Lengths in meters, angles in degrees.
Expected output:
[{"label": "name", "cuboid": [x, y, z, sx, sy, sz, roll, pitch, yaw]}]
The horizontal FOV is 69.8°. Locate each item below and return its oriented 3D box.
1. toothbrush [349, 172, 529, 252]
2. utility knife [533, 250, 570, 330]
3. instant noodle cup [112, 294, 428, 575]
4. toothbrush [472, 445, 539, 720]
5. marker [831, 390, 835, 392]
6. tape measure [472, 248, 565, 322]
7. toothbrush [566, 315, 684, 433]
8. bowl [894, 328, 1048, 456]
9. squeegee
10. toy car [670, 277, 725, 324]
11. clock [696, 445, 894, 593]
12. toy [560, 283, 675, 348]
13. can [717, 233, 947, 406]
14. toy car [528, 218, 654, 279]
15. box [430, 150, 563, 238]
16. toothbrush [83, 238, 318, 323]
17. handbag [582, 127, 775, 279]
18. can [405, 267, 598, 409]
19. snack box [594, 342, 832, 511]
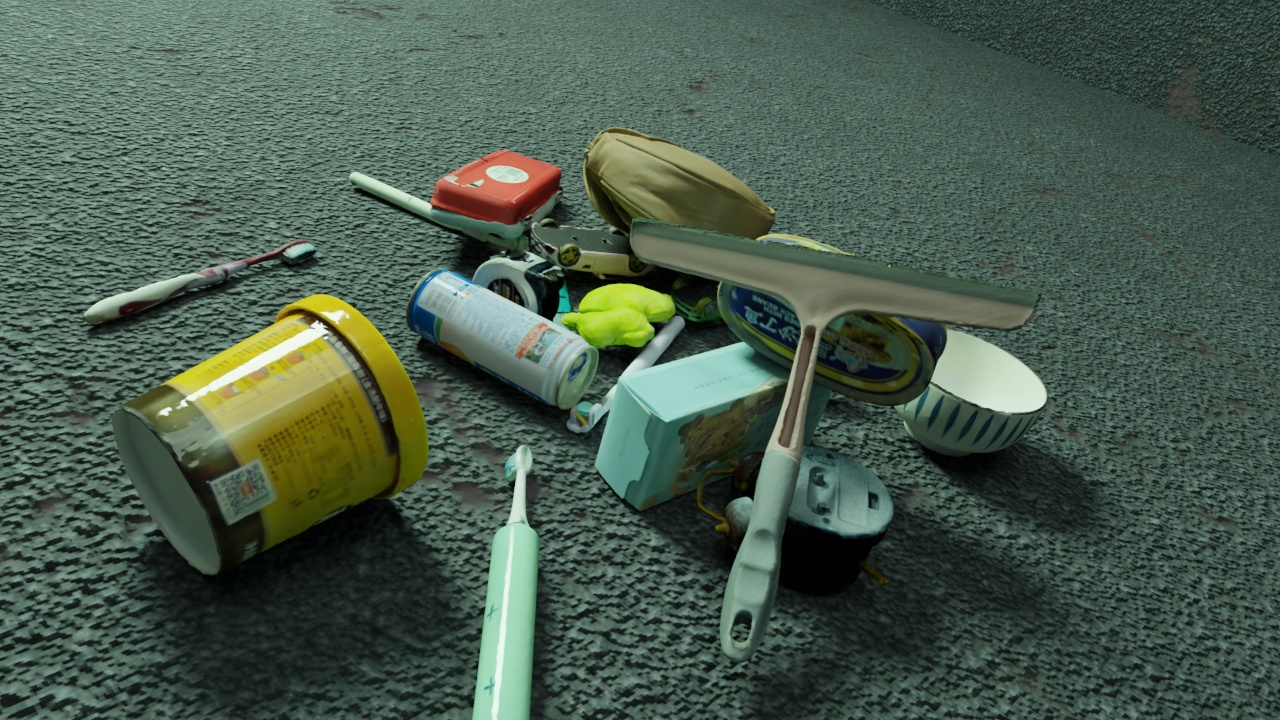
[{"label": "toothbrush", "cuboid": [-0.187, -0.136, 0.838, 0.189, 0.020, 0.029, 23, -8, 14]}, {"label": "utility knife", "cuboid": [-0.074, -0.070, 0.784, 0.029, 0.013, 0.186, 5, 33, -15]}, {"label": "instant noodle cup", "cuboid": [-0.191, 0.040, 0.474, 0.118, 0.119, 0.114, 32, 43, 26]}, {"label": "toothbrush", "cuboid": [-0.068, 0.116, 0.483, 0.026, 0.027, 0.224, 42, 22, -26]}, {"label": "marker", "cuboid": [0.105, 0.020, 0.706, 0.132, 0.020, 0.022, -2, 20, -21]}, {"label": "tape measure", "cuboid": [-0.094, -0.050, 0.695, 0.066, 0.066, 0.033, 29, 30, 18]}, {"label": "toothbrush", "cuboid": [-0.004, 0.004, 0.693, 0.021, 0.029, 0.188, 57, 33, -8]}, {"label": "bowl", "cuboid": [0.242, 0.031, 0.706, 0.116, 0.066, 0.116, 11, 32, -7]}, {"label": "squeegee", "cuboid": [0.081, 0.048, 0.520, 0.248, 0.040, 0.249, 13, 65, 11]}, {"label": "toy car", "cuboid": [0.066, -0.053, 0.793, 0.091, 0.036, 0.043, -10, 41, -36]}, {"label": "clock", "cuboid": [0.094, 0.092, 0.559, 0.122, 0.055, 0.081, 16, 33, 4]}, {"label": "toy", "cuboid": [-0.017, -0.038, 0.735, 0.096, 0.031, 0.100, 1, 26, -10]}, {"label": "can", "cuboid": [0.124, -0.027, 0.598, 0.148, 0.075, 0.049, 28, 38, 11]}, {"label": "toy car", "cuboid": [-0.043, -0.095, 0.810, 0.122, 0.037, 0.056, 2, 32, -35]}, {"label": "box", "cuboid": [-0.126, -0.151, 0.848, 0.086, 0.047, 0.200, 17, 21, 1]}, {"label": "toothbrush", "cuboid": [-0.312, -0.058, 0.669, 0.017, 0.016, 0.187, 36, 36, 14]}, {"label": "handbag", "cuboid": [0.037, -0.137, 0.829, 0.148, 0.100, 0.204, 34, 12, 18]}, {"label": "can", "cuboid": [-0.098, -0.016, 0.651, 0.134, 0.053, 0.053, 27, 34, 19]}, {"label": "snack box", "cuboid": [0.056, 0.035, 0.614, 0.174, 0.074, 0.051, -15, 43, -38]}]
